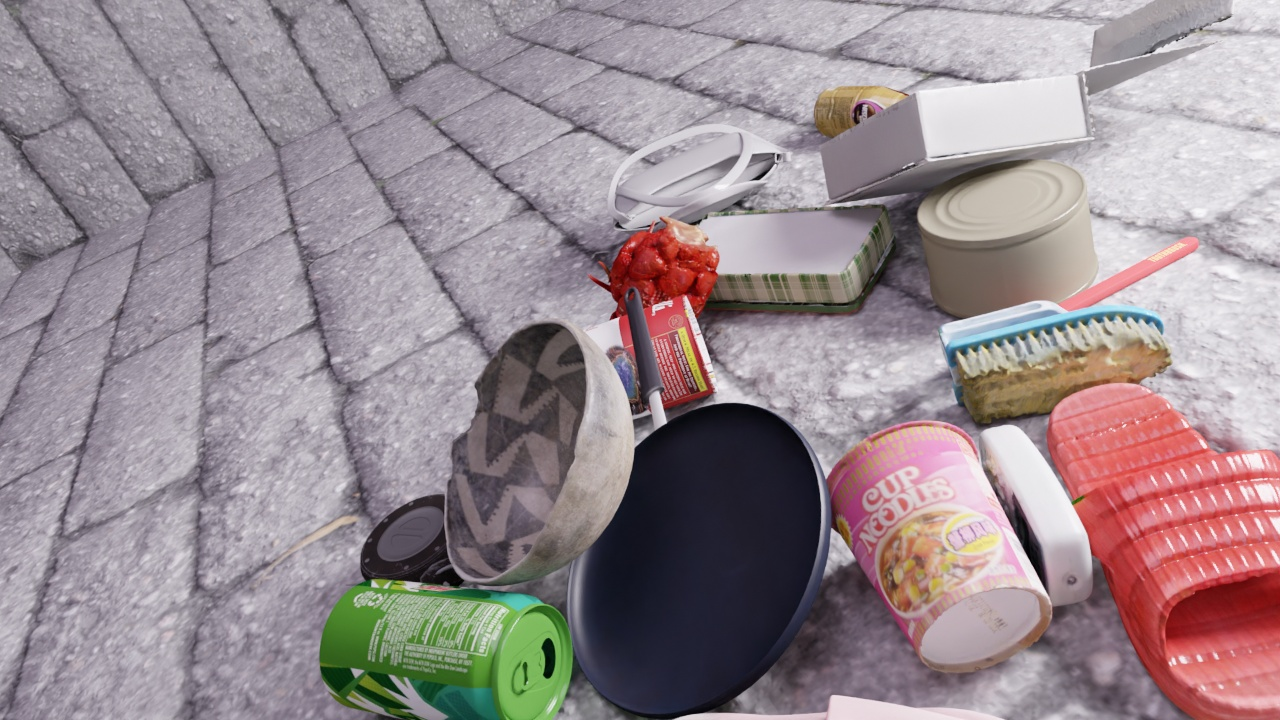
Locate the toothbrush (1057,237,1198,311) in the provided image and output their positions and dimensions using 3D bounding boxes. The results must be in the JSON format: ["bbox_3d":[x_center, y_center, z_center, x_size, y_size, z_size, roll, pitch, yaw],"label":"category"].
[{"bbox_3d":[0.324,-0.047,0.683,0.212,0.018,0.012,-27,31,-5],"label":"toothbrush"}]

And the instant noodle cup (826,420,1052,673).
[{"bbox_3d":[0.162,0.104,0.499,0.098,0.098,0.108,-22,38,4],"label":"instant noodle cup"}]

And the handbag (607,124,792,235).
[{"bbox_3d":[0.066,-0.194,0.972,0.216,0.095,0.222,-24,15,2],"label":"handbag"}]

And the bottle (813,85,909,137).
[{"bbox_3d":[0.276,-0.279,1.033,0.059,0.060,0.166,-41,35,-26],"label":"bottle"}]

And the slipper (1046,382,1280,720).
[{"bbox_3d":[0.283,0.077,0.484,0.104,0.059,0.248,-16,30,14],"label":"slipper"}]

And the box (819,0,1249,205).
[{"bbox_3d":[0.353,-0.225,0.821,0.368,0.098,0.166,-18,3,-17],"label":"box"}]

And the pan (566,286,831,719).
[{"bbox_3d":[0.020,0.064,0.619,0.199,0.021,0.355,-37,39,22],"label":"pan"}]

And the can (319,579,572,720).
[{"bbox_3d":[-0.122,0.183,0.572,0.144,0.083,0.082,-3,37,31],"label":"can"}]

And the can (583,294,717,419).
[{"bbox_3d":[-0.005,0.004,0.763,0.116,0.087,0.086,-19,31,8],"label":"can"}]

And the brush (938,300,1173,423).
[{"bbox_3d":[0.278,-0.010,0.621,0.136,0.055,0.075,-14,37,15],"label":"brush"}]

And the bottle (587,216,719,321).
[{"bbox_3d":[0.014,-0.073,0.823,0.099,0.111,0.098,16,26,-8],"label":"bottle"}]

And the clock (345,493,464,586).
[{"bbox_3d":[-0.159,0.146,0.694,0.123,0.044,0.091,-2,37,32],"label":"clock"}]

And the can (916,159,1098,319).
[{"bbox_3d":[0.290,-0.097,0.729,0.128,0.073,0.127,-17,31,11],"label":"can"}]

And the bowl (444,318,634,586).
[{"bbox_3d":[-0.056,0.066,0.611,0.179,0.081,0.178,-35,45,44],"label":"bowl"}]

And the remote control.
[{"bbox_3d":[0.219,0.082,0.516,0.028,0.060,0.114,-16,31,9],"label":"remote control"}]

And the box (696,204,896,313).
[{"bbox_3d":[0.125,-0.094,0.864,0.206,0.051,0.117,2,42,37],"label":"box"}]

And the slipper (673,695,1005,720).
[{"bbox_3d":[0.092,0.201,0.427,0.222,0.056,0.106,-7,33,28],"label":"slipper"}]
